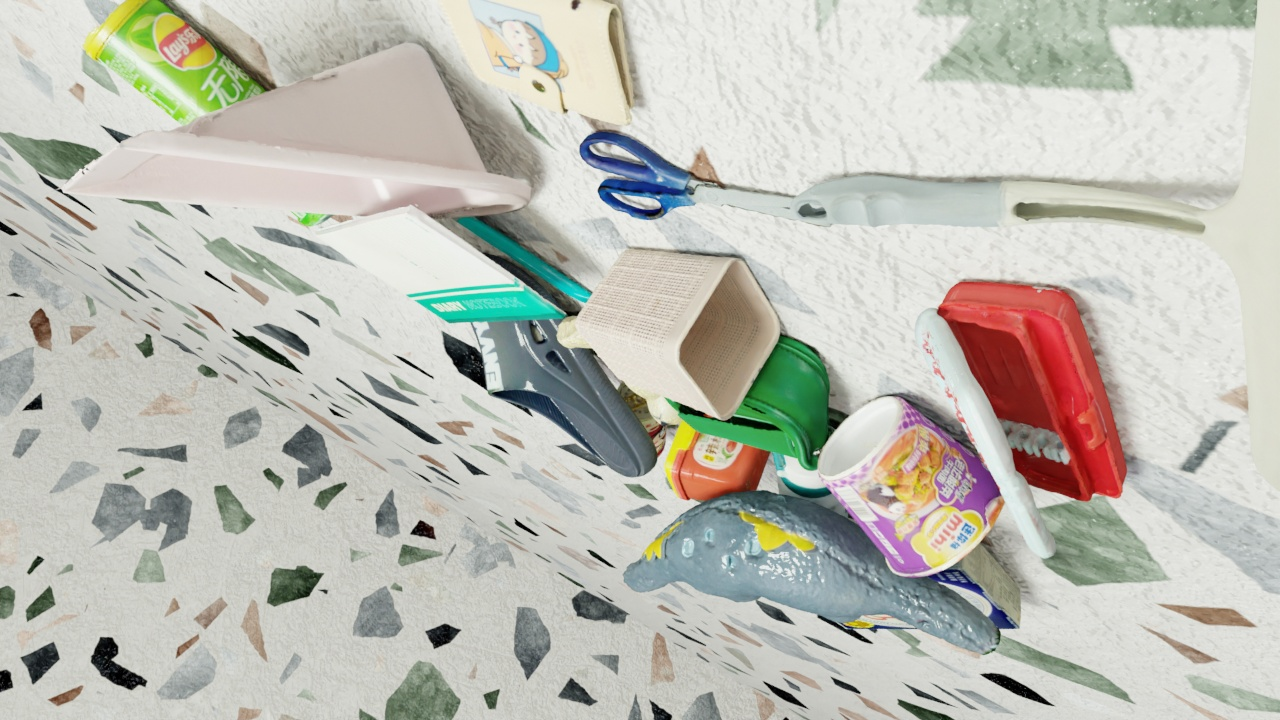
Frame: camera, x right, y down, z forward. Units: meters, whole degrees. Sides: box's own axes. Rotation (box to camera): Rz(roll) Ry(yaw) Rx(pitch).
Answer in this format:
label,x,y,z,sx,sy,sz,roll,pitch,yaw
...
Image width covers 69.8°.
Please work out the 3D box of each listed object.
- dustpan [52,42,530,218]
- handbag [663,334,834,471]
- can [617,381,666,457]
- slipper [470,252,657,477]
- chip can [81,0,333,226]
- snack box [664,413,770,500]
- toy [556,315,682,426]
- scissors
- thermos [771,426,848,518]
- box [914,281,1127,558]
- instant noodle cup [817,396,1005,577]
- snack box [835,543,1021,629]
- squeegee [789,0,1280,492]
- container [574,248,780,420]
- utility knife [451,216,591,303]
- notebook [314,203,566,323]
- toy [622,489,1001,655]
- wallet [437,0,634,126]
label,x,y,z,sx,sy,sz,roll,pitch,yaw
dustpan,-0.217,-0.114,0.628,0.223,0.272,0.139,6,124,53
handbag,0.089,0.031,0.733,0.131,0.067,0.120,15,156,35
can,0.001,0.062,0.945,0.053,0.053,0.133,26,159,12
slipper,-0.091,0.018,0.858,0.268,0.083,0.111,52,155,-7
chip can,-0.340,-0.204,0.767,0.221,0.072,0.073,42,157,-27
snack box,0.076,0.089,0.861,0.080,0.091,0.082,14,155,20
toy,-0.005,0.005,0.800,0.157,0.066,0.105,33,154,-30
scissors,0.039,-0.100,0.580,0.173,0.012,0.128,29,158,2
thermos,0.164,0.125,0.855,0.073,0.073,0.224,22,158,22
box,0.223,0.047,0.555,0.095,0.091,0.201,12,153,43
instant noodle cup,0.194,0.087,0.681,0.099,0.111,0.112,44,158,-9
snack box,0.243,0.211,0.869,0.183,0.045,0.178,-12,145,33
squeegee,0.175,-0.069,0.428,0.247,0.039,0.247,16,138,47
container,0.024,-0.025,0.669,0.111,0.090,0.090,16,156,41
utility knife,-0.098,-0.088,0.792,0.161,0.013,0.029,33,162,-15
notebook,-0.171,-0.073,0.758,0.150,0.012,0.209,35,161,-32
toy,0.118,0.174,0.782,0.357,0.091,0.138,2,125,35
wallet,-0.058,-0.177,0.519,0.115,0.024,0.087,21,153,19
